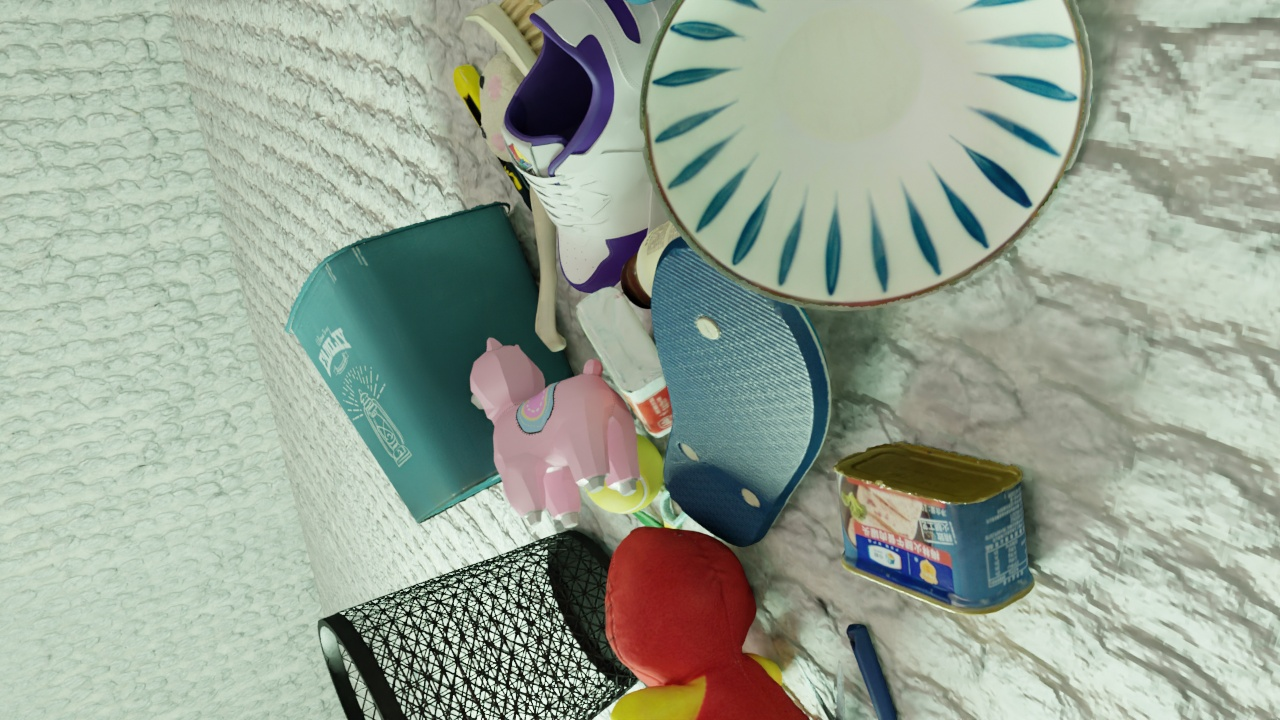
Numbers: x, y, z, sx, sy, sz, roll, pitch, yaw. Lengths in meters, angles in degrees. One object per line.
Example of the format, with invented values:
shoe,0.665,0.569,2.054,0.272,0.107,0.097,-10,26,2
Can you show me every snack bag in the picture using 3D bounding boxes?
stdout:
snack bag,-0.004,0.004,0.642,0.077,0.036,0.116,58,178,22

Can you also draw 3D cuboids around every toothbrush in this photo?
toothbrush,0.162,0.257,0.573,0.016,0.017,0.190,-17,91,61

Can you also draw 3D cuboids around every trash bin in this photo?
trash bin,-0.136,0.283,0.851,0.217,0.242,0.217,36,138,42
trash bin,-0.172,0.009,0.831,0.197,0.198,0.218,-36,81,53

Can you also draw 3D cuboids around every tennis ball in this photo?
tennis ball,-0.014,0.088,0.726,0.065,0.065,0.065,36,136,46

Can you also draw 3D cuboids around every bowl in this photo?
bowl,0.091,-0.114,0.398,0.070,0.177,0.178,-78,-5,-53

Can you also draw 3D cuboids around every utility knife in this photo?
utility knife,-0.121,-0.189,0.800,0.174,0.020,0.029,59,156,19

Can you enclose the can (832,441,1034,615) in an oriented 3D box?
can,0.145,0.081,0.465,0.100,0.053,0.059,9,112,58

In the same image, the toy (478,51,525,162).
toy,-0.102,-0.201,0.736,0.112,0.050,0.087,49,144,44

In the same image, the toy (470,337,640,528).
toy,-0.071,0.044,0.692,0.123,0.067,0.157,-34,62,26

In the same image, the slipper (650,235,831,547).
slipper,0.065,0.027,0.558,0.118,0.060,0.295,37,153,22

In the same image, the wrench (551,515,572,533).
wrench,-0.121,0.053,0.946,0.047,0.009,0.273,-21,87,61

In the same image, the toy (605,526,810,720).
toy,0.047,0.210,0.631,0.099,0.147,0.216,-35,67,29

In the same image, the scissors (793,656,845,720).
scissors,0.132,0.248,0.606,0.127,0.014,0.133,-126,26,-47

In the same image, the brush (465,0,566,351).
brush,-0.077,-0.138,0.690,0.062,0.077,0.272,-84,-11,-73

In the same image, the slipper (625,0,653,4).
slipper,0.016,-0.229,0.479,0.214,0.103,0.059,34,155,58

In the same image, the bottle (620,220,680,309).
bottle,0.040,-0.066,0.557,0.162,0.056,0.056,-19,89,61

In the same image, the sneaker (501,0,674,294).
sneaker,-0.038,-0.128,0.598,0.092,0.111,0.245,51,145,33

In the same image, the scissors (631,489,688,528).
scissors,0.024,0.143,0.748,0.125,0.011,0.128,34,132,46
